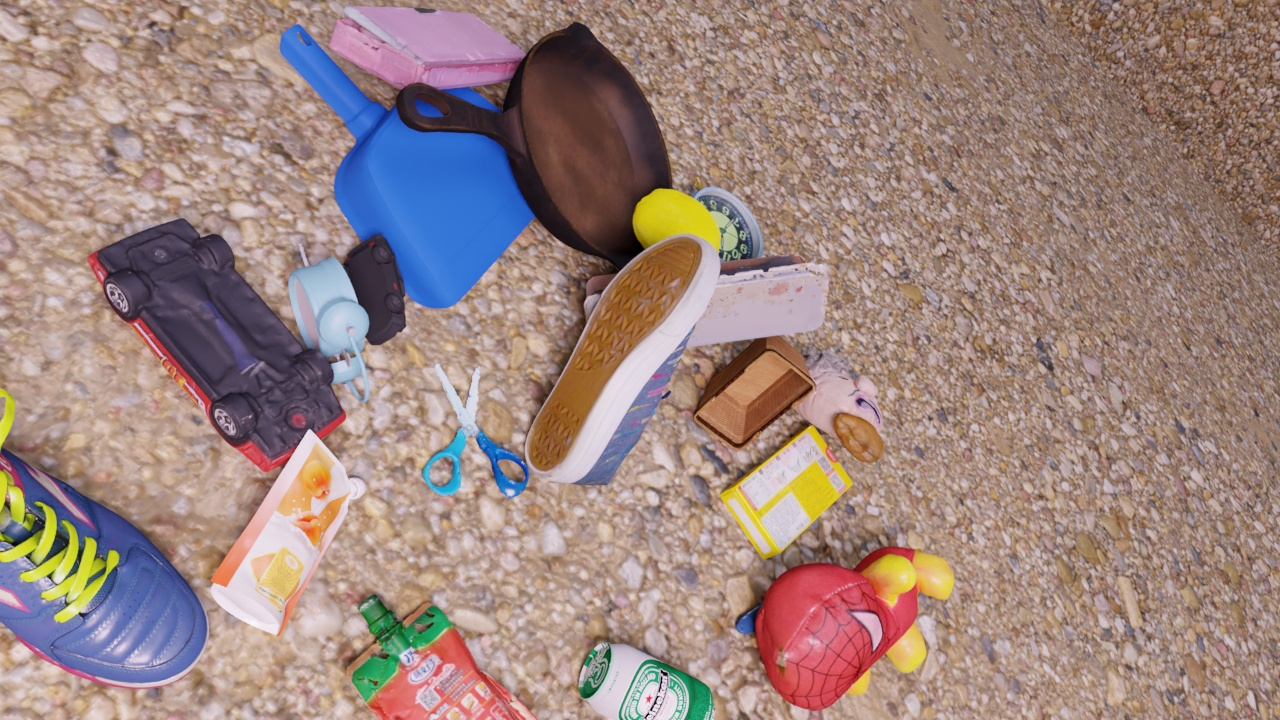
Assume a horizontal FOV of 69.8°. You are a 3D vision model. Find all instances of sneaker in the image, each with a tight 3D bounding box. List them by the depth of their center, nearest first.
[{"bbox_3d":[-0.342,0.098,0.495,0.242,0.091,0.116,37,43,-15],"label":"sneaker"},{"bbox_3d":[-0.004,0.004,0.765,0.079,0.235,0.087,29,7,-44],"label":"sneaker"}]

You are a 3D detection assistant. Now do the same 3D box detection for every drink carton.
[{"bbox_3d":[-0.229,0.112,0.609,0.122,0.039,0.069,-71,146,-40],"label":"drink carton"}]

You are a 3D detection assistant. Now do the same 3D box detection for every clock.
[{"bbox_3d":[-0.222,-0.023,0.675,0.041,0.088,0.123,-19,64,-30],"label":"clock"},{"bbox_3d":[0.074,-0.117,0.988,0.118,0.060,0.161,29,52,-23],"label":"clock"}]

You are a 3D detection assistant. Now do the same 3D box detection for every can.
[{"bbox_3d":[0.007,0.254,0.696,0.101,0.053,0.053,31,47,-19],"label":"can"}]

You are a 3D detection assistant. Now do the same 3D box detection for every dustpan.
[{"bbox_3d":[-0.209,-0.201,0.820,0.257,0.060,0.244,48,43,-17],"label":"dustpan"}]

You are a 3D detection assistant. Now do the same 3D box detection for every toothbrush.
[{"bbox_3d":[0.131,0.224,0.844,0.132,0.016,0.021,-14,71,-40],"label":"toothbrush"}]

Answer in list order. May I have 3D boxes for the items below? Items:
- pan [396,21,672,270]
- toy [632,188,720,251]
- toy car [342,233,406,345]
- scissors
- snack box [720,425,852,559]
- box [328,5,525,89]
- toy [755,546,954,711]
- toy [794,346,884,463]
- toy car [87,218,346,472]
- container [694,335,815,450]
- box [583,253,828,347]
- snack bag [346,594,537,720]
[{"bbox_3d":[-0.089,-0.200,0.846,0.355,0.043,0.248,-5,83,-54],"label":"pan"},{"bbox_3d":[0.037,-0.129,0.903,0.095,0.041,0.094,-12,68,-35],"label":"toy"},{"bbox_3d":[-0.210,-0.055,0.738,0.036,0.042,0.091,18,49,-61],"label":"toy car"},{"bbox_3d":[-0.130,0.058,0.749,0.103,0.015,0.133,19,48,-24],"label":"scissors"},{"bbox_3d":[0.148,0.127,0.911,0.151,0.025,0.075,-29,82,-45],"label":"snack box"},{"bbox_3d":[-0.180,-0.289,0.847,0.098,0.046,0.232,29,25,8],"label":"box"},{"bbox_3d":[0.184,0.231,0.810,0.215,0.099,0.147,-1,107,-41],"label":"toy"},{"bbox_3d":[0.205,0.043,0.944,0.132,0.076,0.175,27,19,-25],"label":"toy"},{"bbox_3d":[-0.290,-0.013,0.634,0.189,0.056,0.081,51,43,-2],"label":"toy car"},{"bbox_3d":[0.111,0.025,0.895,0.063,0.114,0.061,37,33,-14],"label":"container"},{"bbox_3d":[0.056,-0.059,0.852,0.216,0.095,0.107,-7,37,-2],"label":"box"},{"bbox_3d":[-0.137,0.221,0.619,0.155,0.044,0.087,48,39,4],"label":"snack bag"}]
